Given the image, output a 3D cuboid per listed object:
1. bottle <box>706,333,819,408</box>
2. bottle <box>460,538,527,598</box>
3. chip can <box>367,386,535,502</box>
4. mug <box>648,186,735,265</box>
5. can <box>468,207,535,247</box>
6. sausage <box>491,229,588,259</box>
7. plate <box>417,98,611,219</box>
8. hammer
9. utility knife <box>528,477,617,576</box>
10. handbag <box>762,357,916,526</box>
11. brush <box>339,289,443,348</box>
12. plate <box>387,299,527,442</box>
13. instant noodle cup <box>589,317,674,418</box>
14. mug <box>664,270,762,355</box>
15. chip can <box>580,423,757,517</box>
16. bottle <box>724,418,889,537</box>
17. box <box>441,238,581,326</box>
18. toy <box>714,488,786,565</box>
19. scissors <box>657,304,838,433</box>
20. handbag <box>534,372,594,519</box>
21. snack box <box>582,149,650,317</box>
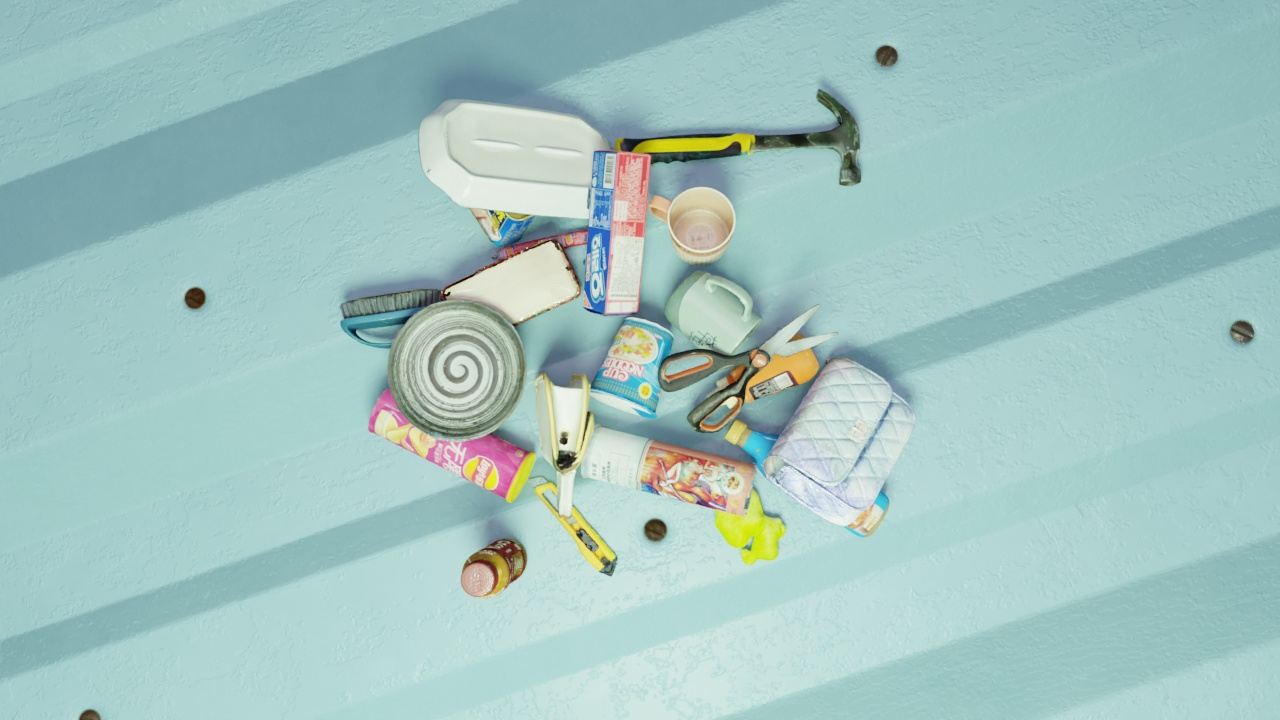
[{"bbox_3d":[0.154,0.021,1.185,0.149,0.066,0.066,-28,84,8],"label":"bottle"},{"bbox_3d":[-0.181,0.256,1.125,0.057,0.175,0.057,0,86,3],"label":"bottle"},{"bbox_3d":[-0.245,0.107,1.192,0.210,0.071,0.071,26,87,5],"label":"chip can"},{"bbox_3d":[0.064,-0.176,1.180,0.114,0.106,0.081,25,87,5],"label":"mug"},{"bbox_3d":[-0.183,-0.210,1.201,0.057,0.083,0.102,-29,83,-33],"label":"can"},{"bbox_3d":[-0.125,-0.156,1.232,0.156,0.020,0.020,-11,85,2],"label":"sausage"},{"bbox_3d":[-0.147,-0.264,1.169,0.265,0.034,0.161,2,68,-25],"label":"plate"},{"bbox_3d":[0.128,-0.290,1.223,0.323,0.032,0.126,-2,85,3],"label":"hammer"},{"bbox_3d":[-0.089,0.216,1.203,0.033,0.015,0.167,-41,84,-3],"label":"utility knife"},{"bbox_3d":[0.248,0.095,1.124,0.134,0.076,0.193,34,55,7],"label":"handbag"},{"bbox_3d":[-0.327,-0.053,1.217,0.144,0.055,0.073,-8,84,2],"label":"brush"},{"bbox_3d":[-0.230,0.013,1.162,0.179,0.024,0.179,0,86,3],"label":"plate"},{"bbox_3d":[-0.007,0.007,1.181,0.099,0.099,0.109,19,79,4],"label":"instant noodle cup"},{"bbox_3d":[0.095,-0.064,1.169,0.106,0.112,0.082,42,53,8],"label":"mug"},{"bbox_3d":[0.037,0.139,1.162,0.215,0.071,0.071,13,86,11],"label":"chip can"},{"bbox_3d":[0.208,0.143,1.168,0.219,0.065,0.065,32,88,6],"label":"bottle"},{"bbox_3d":[-0.166,-0.087,1.192,0.168,0.076,0.091,-24,95,4],"label":"box"},{"bbox_3d":[0.138,0.213,1.183,0.100,0.031,0.096,19,84,1],"label":"toy"},{"bbox_3d":[0.123,0.001,1.131,0.198,0.021,0.227,22,116,-12],"label":"scissors"},{"bbox_3d":[-0.092,0.104,1.140,0.063,0.163,0.178,-3,89,-10],"label":"handbag"},{"bbox_3d":[-0.032,-0.162,1.174,0.058,0.057,0.207,-4,105,-38],"label":"snack box"}]
